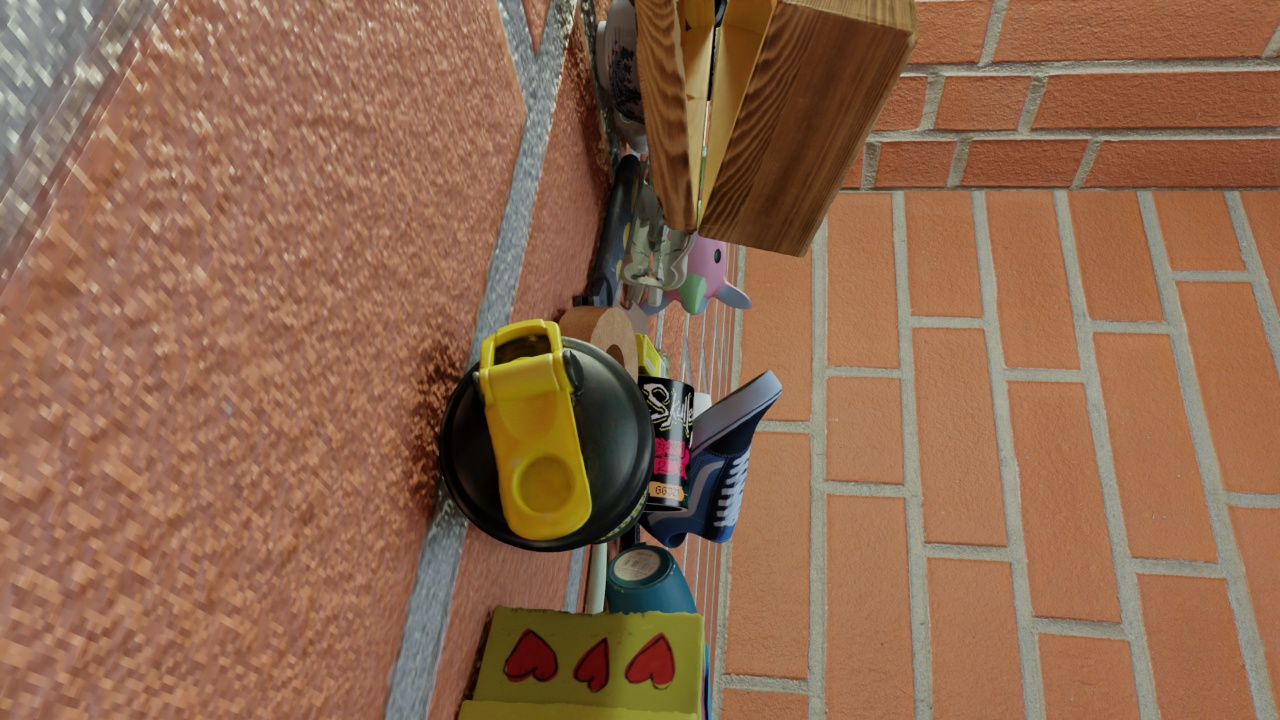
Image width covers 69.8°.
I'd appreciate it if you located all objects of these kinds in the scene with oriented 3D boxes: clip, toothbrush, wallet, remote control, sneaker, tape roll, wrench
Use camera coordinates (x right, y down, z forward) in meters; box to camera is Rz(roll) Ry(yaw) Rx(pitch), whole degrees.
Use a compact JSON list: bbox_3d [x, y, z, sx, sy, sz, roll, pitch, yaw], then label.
[{"bbox_3d":[0.004,-0.116,0.851,0.152,0.101,0.126,-48,-154,51],"label":"clip"},{"bbox_3d":[-0.032,0.153,0.763,0.022,0.015,0.154,30,55,-40],"label":"toothbrush"},{"bbox_3d":[0.003,-0.256,0.848,0.115,0.037,0.118,11,84,-81],"label":"wallet"},{"bbox_3d":[-0.009,0.157,0.925,0.032,0.015,0.136,62,28,-73],"label":"remote control"},{"bbox_3d":[0.073,0.100,0.818,0.083,0.098,0.242,-32,167,-41],"label":"sneaker"},{"bbox_3d":[-0.031,0.010,0.631,0.094,0.027,0.094,3,90,-69],"label":"tape roll"},{"bbox_3d":[-0.025,-0.080,0.743,0.073,0.022,0.272,81,14,-46],"label":"wrench"}]

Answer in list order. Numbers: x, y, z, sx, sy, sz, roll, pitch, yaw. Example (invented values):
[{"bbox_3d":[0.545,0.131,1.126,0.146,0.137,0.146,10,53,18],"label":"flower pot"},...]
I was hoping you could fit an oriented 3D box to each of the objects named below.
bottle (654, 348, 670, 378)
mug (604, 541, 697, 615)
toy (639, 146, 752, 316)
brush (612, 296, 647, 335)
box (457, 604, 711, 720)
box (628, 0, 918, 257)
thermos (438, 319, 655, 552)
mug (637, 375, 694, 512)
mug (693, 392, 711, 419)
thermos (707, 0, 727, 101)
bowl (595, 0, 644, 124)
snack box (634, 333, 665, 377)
[{"bbox_3d":[0.008,0.043,0.922,0.043,0.043,0.110,73,19,-65],"label":"bottle"},{"bbox_3d":[0.007,0.219,0.843,0.112,0.084,0.104,-99,177,-63],"label":"mug"},{"bbox_3d":[0.054,-0.142,1.004,0.221,0.120,0.171,-76,160,-72],"label":"toy"},{"bbox_3d":[-0.016,-0.035,0.856,0.135,0.015,0.049,42,50,-72],"label":"brush"},{"bbox_3d":[-0.018,0.234,0.523,0.079,0.124,0.221,-82,171,-47],"label":"box"},{"bbox_3d":[0.081,-0.265,0.731,0.252,0.192,0.278,105,-7,-57],"label":"box"},{"bbox_3d":[-0.037,0.052,0.475,0.221,0.098,0.098,72,21,-76],"label":"thermos"},{"bbox_3d":[-0.010,0.064,0.724,0.118,0.082,0.098,22,67,-52],"label":"mug"},{"bbox_3d":[0.040,0.093,0.972,0.082,0.082,0.105,55,29,-76],"label":"mug"},{"bbox_3d":[0.055,-0.363,1.008,0.198,0.086,0.086,41,51,-79],"label":"thermos"},{"bbox_3d":[-0.009,-0.244,0.735,0.114,0.045,0.114,3,89,-81],"label":"bowl"},{"bbox_3d":[-0.005,0.005,0.834,0.148,0.040,0.029,54,38,-77],"label":"snack box"}]
